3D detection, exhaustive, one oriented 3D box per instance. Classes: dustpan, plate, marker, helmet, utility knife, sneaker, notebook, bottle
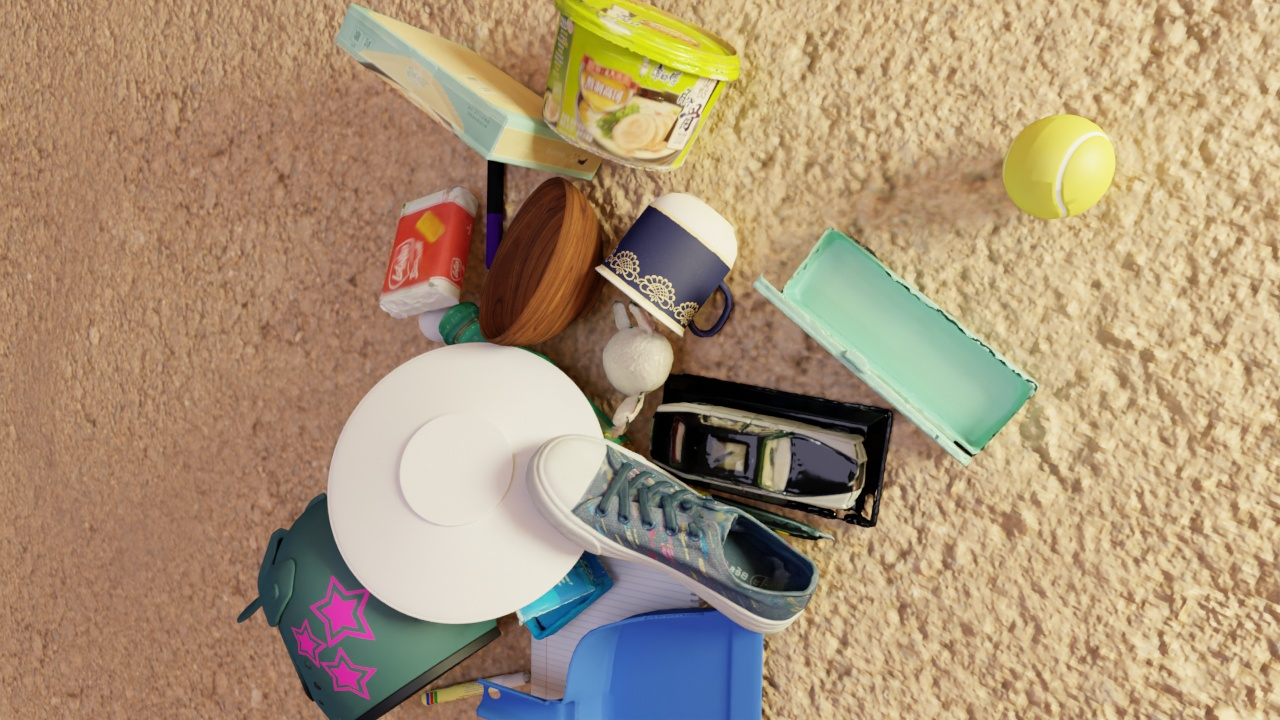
[{"bbox_3d":[-0.029,0.304,0.771,0.258,0.059,0.245,3,95,34],"label":"dustpan"},{"bbox_3d":[-0.142,0.088,0.724,0.229,0.030,0.229,-2,70,5],"label":"plate"},{"bbox_3d":[-0.133,-0.148,0.837,0.015,0.018,0.134,1,95,-13],"label":"marker"},{"bbox_3d":[-0.160,0.316,0.883,0.133,0.014,0.014,-22,82,29],"label":"marker"},{"bbox_3d":[-0.259,0.220,0.849,0.276,0.176,0.200,-42,77,39],"label":"helmet"},{"bbox_3d":[0.073,0.120,0.731,0.173,0.028,0.020,11,77,28],"label":"utility knife"},{"bbox_3d":[0.029,0.117,0.677,0.235,0.087,0.079,30,144,-1],"label":"sneaker"},{"bbox_3d":[-0.023,0.246,0.804,0.178,0.013,0.245,3,95,31],"label":"notebook"},{"bbox_3d":[-0.097,0.028,0.799,0.209,0.068,0.068,44,112,20],"label":"bottle"}]

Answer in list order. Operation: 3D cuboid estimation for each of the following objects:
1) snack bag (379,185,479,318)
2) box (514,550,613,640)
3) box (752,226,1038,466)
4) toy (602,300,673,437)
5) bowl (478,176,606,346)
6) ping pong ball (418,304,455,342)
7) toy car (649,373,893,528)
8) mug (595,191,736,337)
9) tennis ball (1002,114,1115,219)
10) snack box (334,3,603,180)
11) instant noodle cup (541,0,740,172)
[{"bbox_3d":[-0.192,-0.099,0.838,0.077,0.036,0.115,-11,60,30],"label":"snack bag"},{"bbox_3d":[-0.140,0.123,0.795,0.094,0.115,0.243,-44,69,26],"label":"box"},{"bbox_3d":[0.169,-0.011,0.632,0.188,0.092,0.077,44,114,20],"label":"box"},{"bbox_3d":[-0.004,0.004,0.745,0.087,0.050,0.112,-11,85,64],"label":"toy"},{"bbox_3d":[-0.070,-0.072,0.767,0.148,0.068,0.147,-42,36,40],"label":"bowl"},{"bbox_3d":[-0.188,-0.037,0.862,0.040,0.040,0.040,2,94,29],"label":"ping pong ball"},{"bbox_3d":[0.085,0.069,0.699,0.192,0.071,0.094,11,99,28],"label":"toy car"},{"bbox_3d":[0.036,-0.072,0.715,0.112,0.085,0.089,37,94,-23],"label":"mug"},{"bbox_3d":[0.266,-0.123,0.585,0.065,0.065,0.065,2,94,29],"label":"tennis ball"},{"bbox_3d":[-0.137,-0.221,0.764,0.193,0.141,0.044,38,110,22],"label":"snack box"},{"bbox_3d":[-0.007,-0.211,0.696,0.146,0.145,0.098,36,120,23],"label":"instant noodle cup"}]
